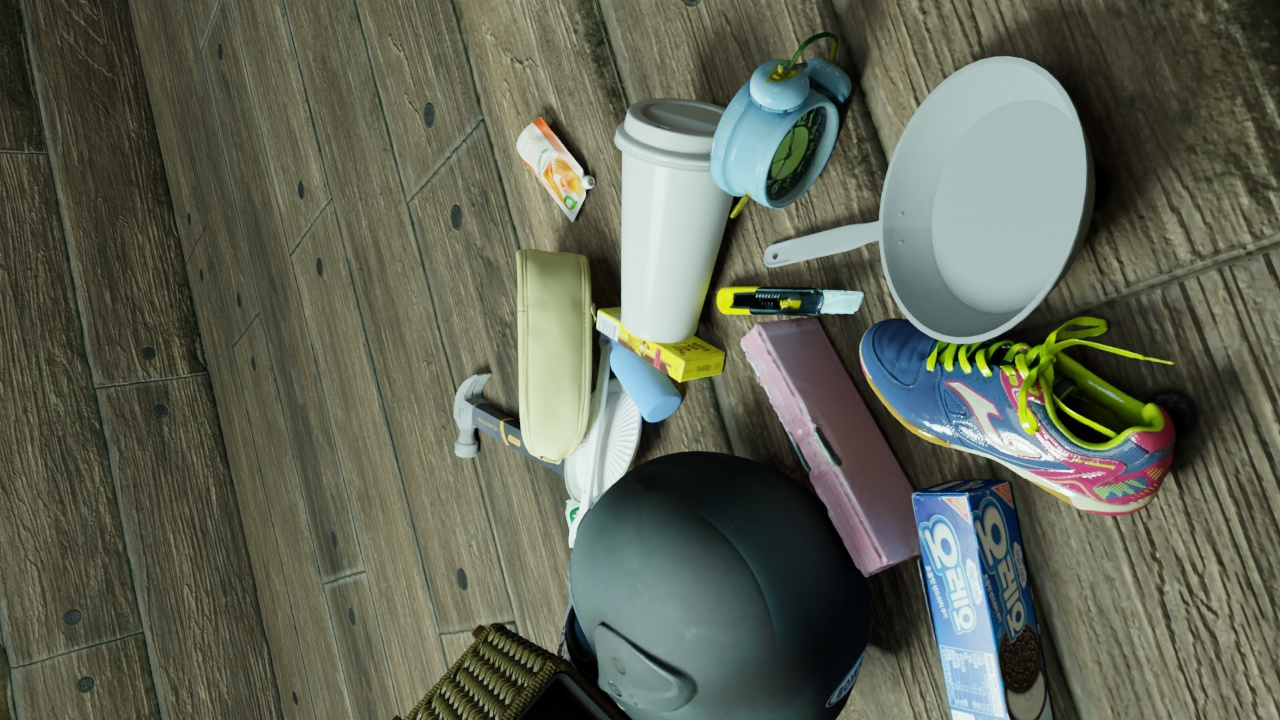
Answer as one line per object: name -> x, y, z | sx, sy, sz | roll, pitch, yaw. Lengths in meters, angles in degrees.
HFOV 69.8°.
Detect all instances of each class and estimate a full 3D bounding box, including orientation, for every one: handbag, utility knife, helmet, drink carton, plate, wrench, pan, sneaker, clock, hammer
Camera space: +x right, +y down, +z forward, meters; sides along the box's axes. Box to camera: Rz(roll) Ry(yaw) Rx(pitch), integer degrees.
handbag -> -0.101, -0.005, 1.092 | 0.191, 0.088, 0.232 | 108, 159, -67
utility knife -> 0.133, -0.055, 0.838 | 0.213, 0.020, 0.029 | 6, 103, 62
helmet -> 0.049, 0.200, 0.840 | 0.317, 0.248, 0.236 | 6, 125, 45
drink carton -> -0.102, -0.233, 1.122 | 0.122, 0.038, 0.069 | 53, 135, 22
plate -> -0.043, 0.096, 1.081 | 0.157, 0.014, 0.156 | -37, 42, 42
wrench -> -0.052, 0.090, 1.060 | 0.047, 0.009, 0.273 | -16, 63, 57
pan -> 0.212, -0.108, 0.730 | 0.357, 0.050, 0.200 | 172, 100, -67
sneaker -> 0.265, 0.012, 0.666 | 0.242, 0.116, 0.091 | 33, 150, 39
clock -> 0.121, -0.202, 0.780 | 0.060, 0.117, 0.162 | 38, 133, 27
hammer -> -0.171, 0.111, 1.278 | 0.313, 0.035, 0.139 | 21, 112, 47

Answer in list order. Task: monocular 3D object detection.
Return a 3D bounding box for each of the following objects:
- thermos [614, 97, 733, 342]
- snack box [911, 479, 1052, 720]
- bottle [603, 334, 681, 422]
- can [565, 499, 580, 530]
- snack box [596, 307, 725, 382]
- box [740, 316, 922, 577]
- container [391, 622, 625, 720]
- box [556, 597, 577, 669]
thermos -> 0.032, -0.134, 0.908 | 0.131, 0.131, 0.222 | 39, 134, 40
snack box -> 0.271, 0.209, 0.724 | 0.059, 0.059, 0.226 | -13, 87, 56
bottle -> -0.006, 0.006, 1.035 | 0.131, 0.048, 0.048 | 56, 136, 28
can -> -0.059, 0.218, 1.141 | 0.053, 0.053, 0.101 | -24, 79, 51
snack box -> 0.019, -0.021, 0.987 | 0.149, 0.061, 0.026 | 32, 122, 44
box -> 0.171, 0.068, 0.794 | 0.037, 0.098, 0.232 | -44, 65, 41
container -> -0.087, 0.421, 0.902 | 0.321, 0.176, 0.205 | 53, 159, -23
box -> -0.035, 0.259, 1.028 | 0.063, 0.081, 0.215 | -25, 44, 47
